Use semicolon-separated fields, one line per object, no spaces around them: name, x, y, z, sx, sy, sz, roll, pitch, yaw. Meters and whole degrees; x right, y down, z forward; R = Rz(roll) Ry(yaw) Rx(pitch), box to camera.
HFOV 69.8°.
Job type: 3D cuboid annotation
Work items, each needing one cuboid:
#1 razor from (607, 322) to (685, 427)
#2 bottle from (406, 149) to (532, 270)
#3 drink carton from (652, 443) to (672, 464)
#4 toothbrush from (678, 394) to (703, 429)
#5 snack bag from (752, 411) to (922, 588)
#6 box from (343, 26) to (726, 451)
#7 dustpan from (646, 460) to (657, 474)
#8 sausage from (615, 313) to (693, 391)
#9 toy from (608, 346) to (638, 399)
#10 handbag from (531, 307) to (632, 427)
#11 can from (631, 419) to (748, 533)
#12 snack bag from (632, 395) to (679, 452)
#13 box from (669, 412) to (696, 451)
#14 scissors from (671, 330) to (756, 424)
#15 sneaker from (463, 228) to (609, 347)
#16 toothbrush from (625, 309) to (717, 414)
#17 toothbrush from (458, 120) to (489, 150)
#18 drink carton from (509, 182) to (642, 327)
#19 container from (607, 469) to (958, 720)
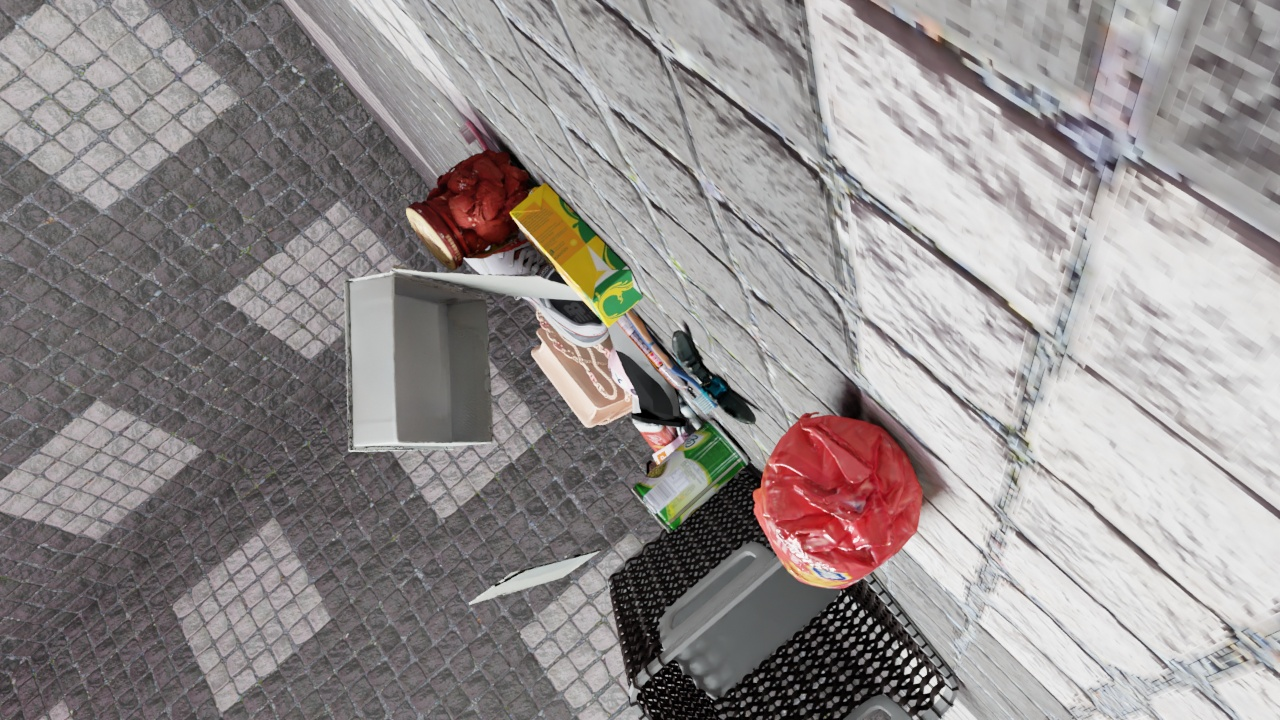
razor;0.002;0.007;0.994;0.057;0.060;0.156;22;135;55
bottle;-0.149;-0.138;0.852;0.099;0.111;0.099;44;163;17
drink carton;0.067;0.142;1.212;0.122;0.040;0.058;15;-135;-62
toothbrush;0.100;0.112;1.161;0.187;0.012;0.017;50;162;-9
snack bag;0.101;0.080;0.499;0.082;0.082;0.176;47;174;19
box;-0.115;-0.098;0.875;0.165;0.447;0.167;48;-165;19
dustpan;0.113;0.232;1.188;0.257;0.033;0.163;42;-171;-8
sausage;0.000;-0.025;0.936;0.155;0.020;0.020;49;176;1
toy;-0.006;0.006;1.062;0.099;0.052;0.096;45;162;31
handbag;-0.043;-0.016;1.235;0.198;0.116;0.188;52;144;22
can;0.056;0.128;1.025;0.067;0.121;0.067;48;176;4
snack bag;0.026;0.076;1.206;0.225;0.041;0.077;56;-149;-69
box;0.105;0.162;1.155;0.201;0.041;0.153;50;-176;-16
scissors;0.047;0.007;0.761;0.118;0.019;0.148;51;177;-30
sneaker;-0.114;-0.103;1.040;0.239;0.088;0.124;41;173;-16
toothbrush;0.026;0.000;0.907;0.135;0.017;0.021;48;173;10
toothbrush;-0.145;-0.192;0.944;0.021;0.016;0.135;47;175;47
drink carton;-0.056;-0.092;0.782;0.122;0.041;0.058;48;175;22
container;0.126;0.290;0.972;0.245;0.247;0.243;50;179;-16
